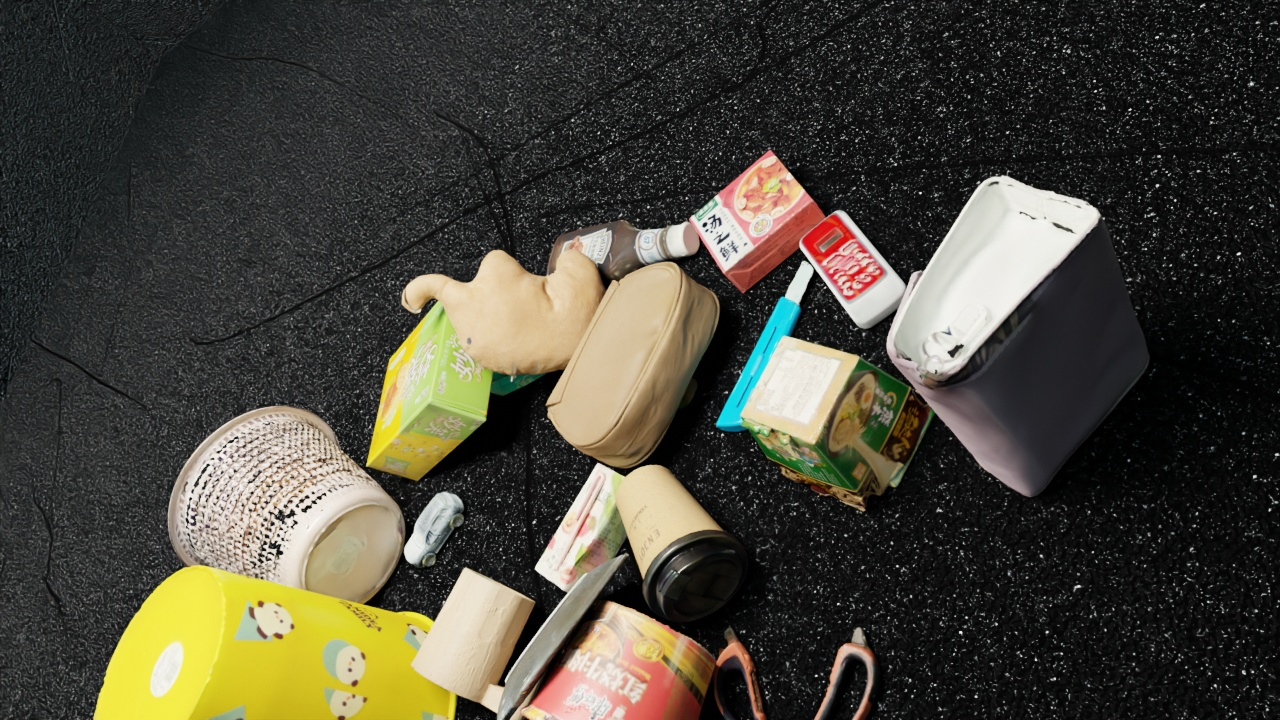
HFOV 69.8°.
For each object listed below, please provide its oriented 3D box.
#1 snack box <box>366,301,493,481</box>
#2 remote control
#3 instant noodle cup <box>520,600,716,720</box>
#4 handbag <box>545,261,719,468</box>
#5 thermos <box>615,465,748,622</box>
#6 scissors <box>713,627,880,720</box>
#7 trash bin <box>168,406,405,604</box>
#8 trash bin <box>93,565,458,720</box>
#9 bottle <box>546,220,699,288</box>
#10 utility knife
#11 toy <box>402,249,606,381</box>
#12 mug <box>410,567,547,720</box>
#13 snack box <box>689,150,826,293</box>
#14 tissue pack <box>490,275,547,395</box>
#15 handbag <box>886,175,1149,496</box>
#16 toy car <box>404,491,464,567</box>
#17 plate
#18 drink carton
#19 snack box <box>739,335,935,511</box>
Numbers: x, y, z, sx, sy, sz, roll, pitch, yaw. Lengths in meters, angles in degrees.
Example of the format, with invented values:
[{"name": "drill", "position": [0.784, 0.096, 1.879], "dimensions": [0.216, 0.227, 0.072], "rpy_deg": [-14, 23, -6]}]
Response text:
[{"name": "snack box", "position": [-0.243, 0.031, 1.077], "dimensions": [0.211, 0.070, 0.157], "rpy_deg": [-38, 40, 47]}, {"name": "remote control", "position": [0.197, -0.088, 0.859], "dimensions": [0.056, 0.020, 0.135], "rpy_deg": [-38, 44, 14]}, {"name": "instant noodle cup", "position": [-0.010, 0.265, 0.731], "dimensions": [0.138, 0.138, 0.108], "rpy_deg": [6, 58, 43]}, {"name": "handbag", "position": [-0.005, 0.005, 0.922], "dimensions": [0.148, 0.099, 0.204], "rpy_deg": [14, 73, 53]}, {"name": "thermos", "position": [0.029, 0.155, 0.798], "dimensions": [0.093, 0.093, 0.143], "rpy_deg": [-46, 36, 7]}, {"name": "scissors", "position": [0.107, 0.296, 0.688], "dimensions": [0.189, 0.015, 0.226], "rpy_deg": [-33, 47, 20]}, {"name": "trash bin", "position": [-0.390, 0.188, 1.063], "dimensions": [0.192, 0.227, 0.227], "rpy_deg": [21, 77, 34]}, {"name": "trash bin", "position": [-0.349, 0.323, 0.887], "dimensions": [0.230, 0.255, 0.229], "rpy_deg": [-22, 50, 29]}, {"name": "bottle", "position": [-0.022, -0.125, 1.057], "dimensions": [0.195, 0.044, 0.079], "rpy_deg": [-6, 60, 38]}, {"name": "utility knife", "position": [0.125, -0.015, 0.877], "dimensions": [0.034, 0.018, 0.187], "rpy_deg": [13, 71, 45]}, {"name": "toy", "position": [-0.140, -0.049, 0.996], "dimensions": [0.083, 0.225, 0.143], "rpy_deg": [133, 130, -65]}, {"name": "mug", "position": [-0.142, 0.272, 0.881], "dimensions": [0.125, 0.084, 0.103], "rpy_deg": [21, 75, 21]}, {"name": "snack box", "position": [0.116, -0.151, 0.954], "dimensions": [0.113, 0.044, 0.127], "rpy_deg": [-40, 44, 13]}, {"name": "tissue pack", "position": [-0.146, -0.032, 1.098], "dimensions": [0.093, 0.050, 0.133], "rpy_deg": [-24, 49, 31]}, {"name": "handbag", "position": [0.256, -0.009, 0.627], "dimensions": [0.098, 0.197, 0.145], "rpy_deg": [30, 84, 45]}, {"name": "toy car", "position": [-0.236, 0.192, 1.041], "dimensions": [0.043, 0.034, 0.090], "rpy_deg": [33, 88, 44]}, {"name": "plate", "position": [-0.072, 0.233, 0.783], "dimensions": [0.024, 0.179, 0.179], "rpy_deg": [35, 88, 6]}, {"name": "drink carton", "position": [-0.047, 0.164, 0.885], "dimensions": [0.053, 0.045, 0.122], "rpy_deg": [22, 78, 48]}, {"name": "snack box", "position": [0.154, 0.041, 0.749], "dimensions": [0.118, 0.105, 0.117], "rpy_deg": [20, 76, 45]}]
